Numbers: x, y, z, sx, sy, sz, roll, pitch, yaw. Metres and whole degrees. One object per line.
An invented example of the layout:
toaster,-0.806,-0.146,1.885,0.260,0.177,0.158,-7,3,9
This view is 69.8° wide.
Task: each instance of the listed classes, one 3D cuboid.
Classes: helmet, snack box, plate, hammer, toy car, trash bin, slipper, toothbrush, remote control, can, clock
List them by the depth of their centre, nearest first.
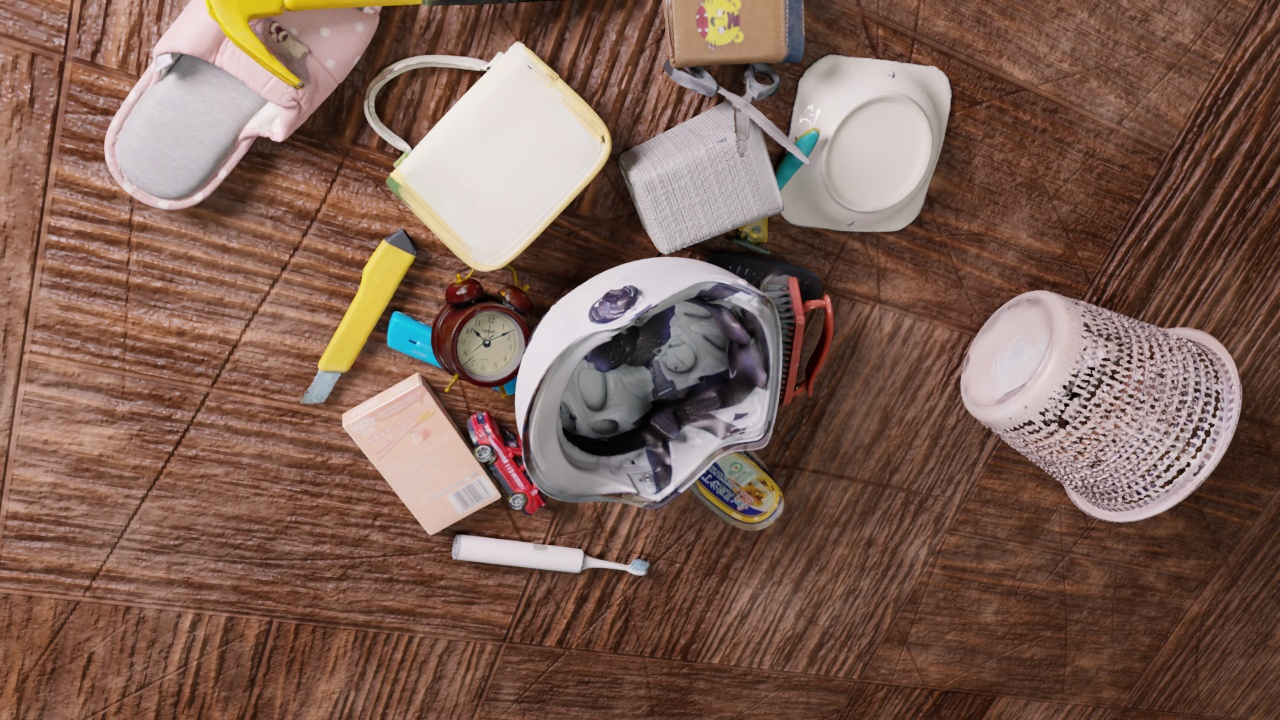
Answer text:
hammer,-0.161,-0.275,0.676,0.300,0.033,0.129,-13,107,-23
slipper,-0.295,-0.221,0.684,0.274,0.054,0.114,-44,119,7
clock,-0.140,-0.029,0.824,0.082,0.055,0.122,8,98,-28
helmet,-0.005,0.005,0.831,0.258,0.146,0.229,-24,131,-11
plate,0.217,-0.197,0.863,0.164,0.034,0.164,0,116,-17
snack box,-0.209,0.094,0.891,0.084,0.026,0.157,-28,121,-1
remote control,0.114,-0.077,0.900,0.136,0.024,0.053,9,117,-24
toy car,-0.129,0.099,0.904,0.045,0.053,0.120,-32,124,-1
trash bin,0.461,0.031,0.967,0.192,0.227,0.228,25,108,-13
can,0.094,0.124,0.984,0.075,0.049,0.148,-43,120,8
toothbrush,-0.092,0.213,0.988,0.220,0.026,0.026,12,122,-22

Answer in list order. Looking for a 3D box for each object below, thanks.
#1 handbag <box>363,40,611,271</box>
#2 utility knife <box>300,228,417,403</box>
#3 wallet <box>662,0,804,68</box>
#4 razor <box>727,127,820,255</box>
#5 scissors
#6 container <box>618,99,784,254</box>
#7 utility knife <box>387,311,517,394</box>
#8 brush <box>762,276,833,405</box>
handbag,-0.133,-0.185,0.758,0.163,0.063,0.178,-44,105,8
utility knife,-0.253,-0.036,0.817,0.033,0.015,0.192,28,106,-24
wallet,0.077,-0.290,0.762,0.115,0.033,0.090,-7,95,-11
razor,0.129,-0.159,0.851,0.043,0.028,0.133,19,123,-15
scissors,0.083,-0.210,0.752,0.159,0.178,0.014,-37,153,-42
container,0.050,-0.158,0.803,0.114,0.090,0.090,-24,120,-1
utility knife,-0.164,0.000,0.861,0.162,0.018,0.034,26,106,-28
brush,0.151,-0.010,0.911,0.069,0.063,0.146,-1,137,0
